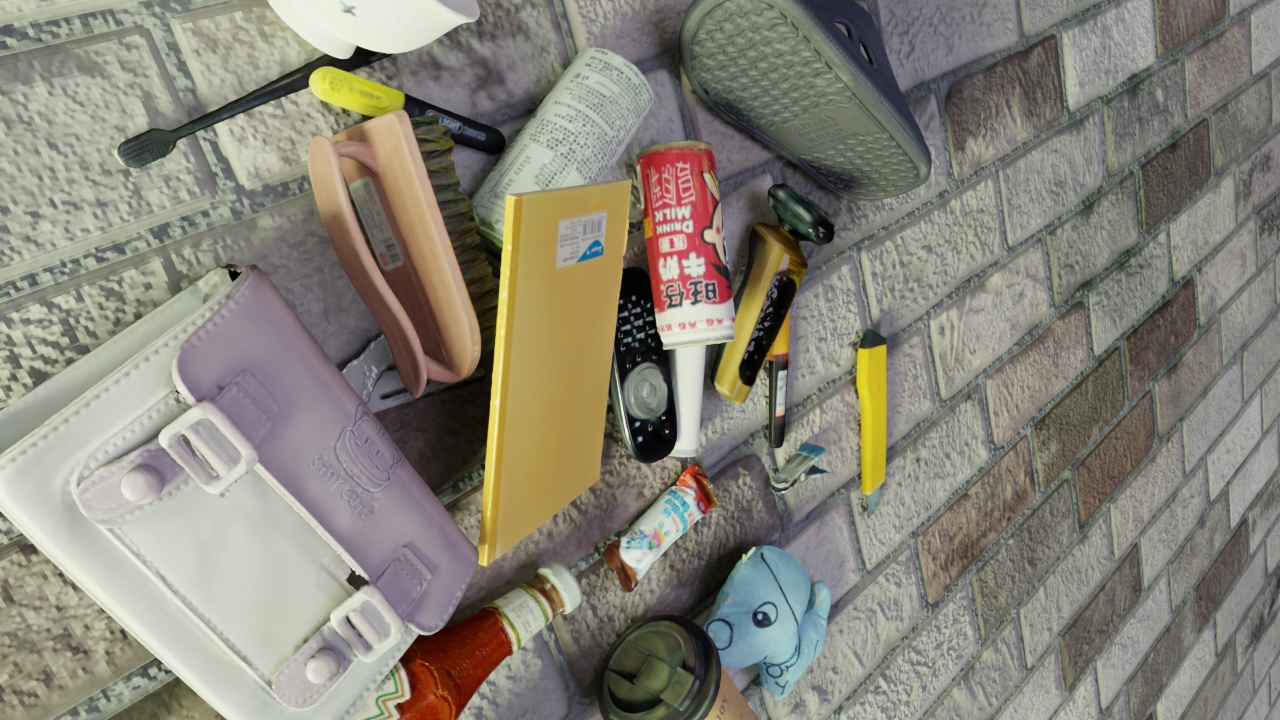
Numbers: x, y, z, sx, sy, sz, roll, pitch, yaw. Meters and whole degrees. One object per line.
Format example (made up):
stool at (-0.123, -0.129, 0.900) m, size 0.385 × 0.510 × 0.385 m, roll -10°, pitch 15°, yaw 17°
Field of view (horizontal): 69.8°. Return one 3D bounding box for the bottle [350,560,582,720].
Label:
bottle at (-0.121, 0.187, 0.542) m, size 0.205 × 0.060 × 0.060 m, roll -30°, pitch 115°, yaw -34°

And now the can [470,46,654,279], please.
can at (-0.051, -0.118, 0.554) m, size 0.058 × 0.058 × 0.146 m, roll 44°, pitch 68°, yaw -35°

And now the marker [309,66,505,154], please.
marker at (-0.124, -0.137, 0.512) m, size 0.124 × 0.015 × 0.018 m, roll 9°, pitch 95°, yaw -48°

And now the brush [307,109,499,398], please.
brush at (-0.123, -0.055, 0.492) m, size 0.072 × 0.063 × 0.146 m, roll -31°, pitch 111°, yaw -45°

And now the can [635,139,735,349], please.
can at (0.031, -0.076, 0.616) m, size 0.053 × 0.053 × 0.132 m, roll -7°, pitch 89°, yaw -39°

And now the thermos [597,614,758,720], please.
thermos at (0.034, 0.250, 0.663) m, size 0.093 × 0.093 × 0.143 m, roll -54°, pitch 133°, yaw -20°

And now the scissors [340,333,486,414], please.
scissors at (-0.182, 0.036, 0.496) m, size 0.189 × 0.015 × 0.224 m, roll 29°, pitch 77°, yaw -39°

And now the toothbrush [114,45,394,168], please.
toothbrush at (-0.183, -0.141, 0.471) m, size 0.180 × 0.018 × 0.016 m, roll -39°, pitch 120°, yaw -32°

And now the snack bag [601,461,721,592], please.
snack bag at (0.015, 0.120, 0.665) m, size 0.105 × 0.026 × 0.045 m, roll -41°, pitch 123°, yaw -26°

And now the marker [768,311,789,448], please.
marker at (0.110, 0.011, 0.737) m, size 0.018 × 0.015 × 0.124 m, roll -11°, pitch 106°, yaw -37°

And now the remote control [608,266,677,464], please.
remote control at (-0.004, 0.004, 0.632) m, size 0.053 × 0.024 × 0.136 m, roll -19°, pitch 104°, yaw -41°

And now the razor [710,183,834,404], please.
razor at (0.096, -0.048, 0.688) m, size 0.062 × 0.068 × 0.167 m, roll 23°, pitch 88°, yaw -39°

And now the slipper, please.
slipper at (0.127, -0.206, 0.673) m, size 0.268 × 0.111 × 0.083 m, roll 26°, pitch 63°, yaw -44°

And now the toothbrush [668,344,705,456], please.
toothbrush at (0.036, -0.041, 0.659) m, size 0.026 × 0.026 × 0.221 m, roll 0°, pitch 96°, yaw -32°

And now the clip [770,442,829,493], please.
clip at (0.130, 0.093, 0.759) m, size 0.058 × 0.027 × 0.044 m, roll -29°, pitch 122°, yaw -33°

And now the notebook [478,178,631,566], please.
notebook at (-0.047, 0.000, 0.539) m, size 0.145 × 0.010 × 0.206 m, roll -31°, pitch 131°, yaw -63°

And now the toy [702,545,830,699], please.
toy at (0.106, 0.207, 0.740) m, size 0.161 × 0.050 × 0.156 m, roll -27°, pitch 114°, yaw -41°

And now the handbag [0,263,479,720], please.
handbag at (-0.181, 0.072, 0.433) m, size 0.144 × 0.099 × 0.197 m, roll -49°, pitch 124°, yaw -31°

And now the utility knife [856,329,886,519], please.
utility knife at (0.206, 0.057, 0.823) m, size 0.033 × 0.015 × 0.177 m, roll -11°, pitch 105°, yaw -32°

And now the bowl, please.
bowl at (-0.145, -0.190, 0.453) m, size 0.065 × 0.118 × 0.118 m, roll -42°, pitch 131°, yaw 19°
